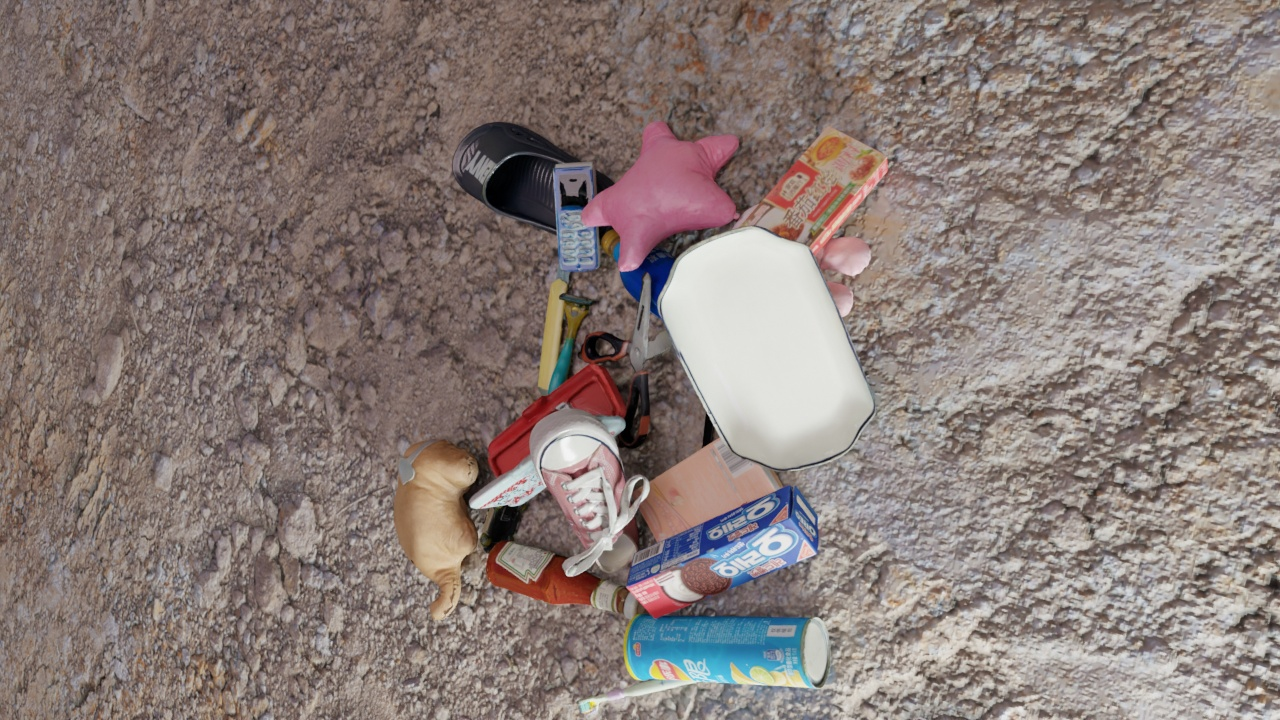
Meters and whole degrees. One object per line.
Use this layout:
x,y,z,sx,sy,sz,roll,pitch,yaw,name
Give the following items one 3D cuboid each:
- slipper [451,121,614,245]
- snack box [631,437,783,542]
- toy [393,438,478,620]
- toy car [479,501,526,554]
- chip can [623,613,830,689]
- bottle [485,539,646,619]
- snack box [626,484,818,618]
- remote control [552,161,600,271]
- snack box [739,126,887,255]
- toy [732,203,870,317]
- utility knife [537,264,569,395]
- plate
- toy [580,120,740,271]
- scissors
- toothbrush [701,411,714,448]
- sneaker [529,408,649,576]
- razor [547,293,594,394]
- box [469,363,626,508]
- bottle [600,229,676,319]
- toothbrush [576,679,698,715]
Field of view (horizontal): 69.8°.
-0.142,-0.223,1.120,0.268,0.083,0.111,29,103,27,slipper
0.071,0.144,1.000,0.158,0.026,0.084,-35,78,27,snack box
-0.264,0.213,1.182,0.144,0.082,0.226,1,91,45,toy
-0.175,0.199,1.150,0.035,0.042,0.090,22,95,53,toy car
0.088,0.304,0.963,0.211,0.071,0.071,-9,84,31,chip can
-0.087,0.263,1.084,0.206,0.059,0.060,10,93,28,bottle
0.084,0.201,0.960,0.208,0.057,0.058,-29,112,24,snack box
-0.073,-0.166,1.065,0.049,0.024,0.125,0,102,14,remote control
0.171,-0.160,0.917,0.075,0.025,0.152,37,81,27,snack box
0.154,-0.097,0.944,0.159,0.054,0.121,24,94,31,toy
-0.106,-0.038,1.128,0.031,0.019,0.179,11,100,28,utility knife
0.125,-0.010,0.903,0.162,0.034,0.266,-21,111,20,plate
0.028,-0.175,0.999,0.179,0.074,0.194,26,74,35,toy
-0.008,0.005,1.026,0.226,0.015,0.189,-12,91,56,scissors
0.077,0.053,1.012,0.014,0.016,0.189,10,95,31,toothbrush
-0.046,0.154,0.970,0.118,0.241,0.087,-23,40,-7,sneaker
-0.091,-0.014,1.109,0.043,0.028,0.132,14,89,9,razor
-0.117,0.088,1.049,0.202,0.100,0.094,-37,69,26,box
0.026,-0.081,1.012,0.218,0.065,0.065,44,111,36,bottle
0.007,0.375,1.042,0.190,0.029,0.020,-25,34,27,toothbrush
